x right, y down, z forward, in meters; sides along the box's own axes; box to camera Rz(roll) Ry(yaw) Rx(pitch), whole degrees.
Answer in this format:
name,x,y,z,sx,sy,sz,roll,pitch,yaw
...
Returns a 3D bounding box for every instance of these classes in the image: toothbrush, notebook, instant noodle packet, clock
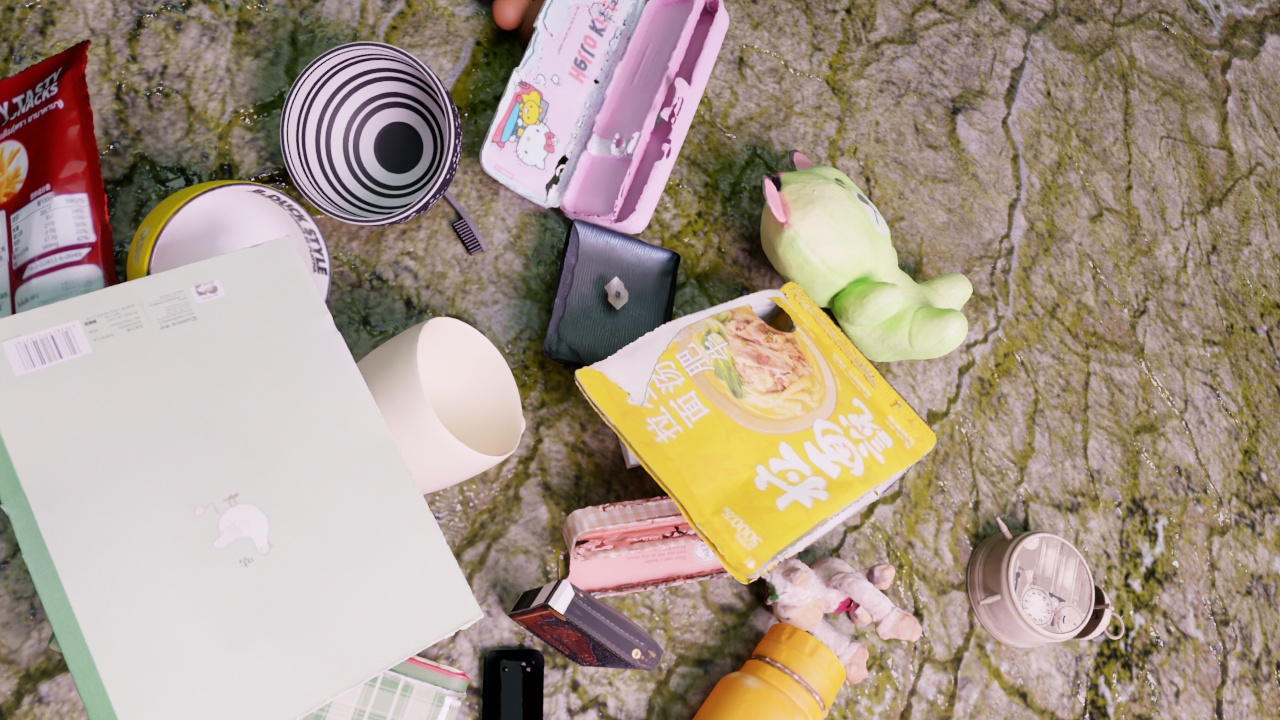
name,x,y,z,sx,sy,sz,roll,pitch,yaw
toothbrush,-0.162,-0.149,0.680,0.013,0.013,0.167,-32,86,-18
notebook,-0.217,0.063,0.474,0.181,0.010,0.252,-24,77,-30
instant noodle packet,0.076,0.042,0.602,0.221,0.084,0.163,-17,63,-49
clock,0.330,0.187,0.730,0.141,0.055,0.092,26,66,-8

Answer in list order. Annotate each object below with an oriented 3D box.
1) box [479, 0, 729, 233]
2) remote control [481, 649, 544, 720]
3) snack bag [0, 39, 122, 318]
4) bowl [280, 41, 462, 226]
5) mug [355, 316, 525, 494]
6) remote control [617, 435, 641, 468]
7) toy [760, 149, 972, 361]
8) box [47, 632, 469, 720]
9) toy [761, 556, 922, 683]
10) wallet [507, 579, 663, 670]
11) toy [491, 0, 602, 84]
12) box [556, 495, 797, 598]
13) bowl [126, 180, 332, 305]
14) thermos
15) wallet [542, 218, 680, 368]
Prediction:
name,x,y,z,sx,sy,sz,roll,pitch,yaw
box,-0.025,-0.203,0.705,0.146,0.077,0.201,21,80,4
remote control,-0.079,0.261,0.576,0.041,0.020,0.151,5,71,-20
snack bag,-0.357,-0.071,0.536,0.139,0.066,0.208,-22,84,19
bowl,-0.178,-0.152,0.639,0.120,0.066,0.120,0,94,6
mug,-0.135,0.040,0.585,0.120,0.100,0.096,32,39,-49
remote control,-0.004,0.004,0.682,0.049,0.024,0.143,-12,77,-23
toy,0.166,-0.075,0.726,0.197,0.107,0.149,36,33,0
box,-0.203,0.164,0.510,0.205,0.118,0.051,23,71,-10
toy,0.134,0.170,0.650,0.106,0.085,0.074,24,53,-7
wallet,-0.038,0.165,0.564,0.072,0.123,0.019,37,64,-6
toy,-0.071,-0.277,0.737,0.094,0.065,0.127,-42,101,-23
box,0.032,0.125,0.642,0.186,0.083,0.041,-5,43,-20
bowl,-0.263,-0.055,0.573,0.117,0.068,0.117,-22,119,-47
thermos,0.047,0.281,0.592,0.076,0.092,0.232,30,62,23
wallet,-0.019,-0.040,0.663,0.089,0.026,0.114,17,66,-14
